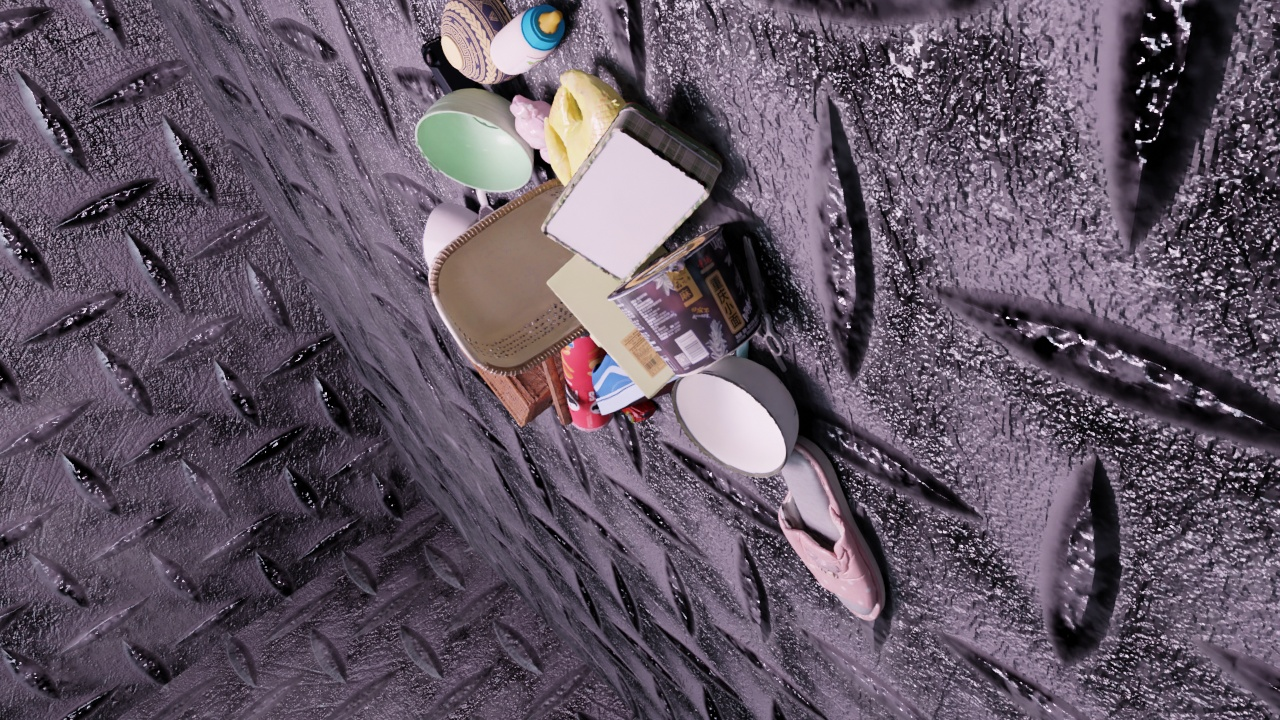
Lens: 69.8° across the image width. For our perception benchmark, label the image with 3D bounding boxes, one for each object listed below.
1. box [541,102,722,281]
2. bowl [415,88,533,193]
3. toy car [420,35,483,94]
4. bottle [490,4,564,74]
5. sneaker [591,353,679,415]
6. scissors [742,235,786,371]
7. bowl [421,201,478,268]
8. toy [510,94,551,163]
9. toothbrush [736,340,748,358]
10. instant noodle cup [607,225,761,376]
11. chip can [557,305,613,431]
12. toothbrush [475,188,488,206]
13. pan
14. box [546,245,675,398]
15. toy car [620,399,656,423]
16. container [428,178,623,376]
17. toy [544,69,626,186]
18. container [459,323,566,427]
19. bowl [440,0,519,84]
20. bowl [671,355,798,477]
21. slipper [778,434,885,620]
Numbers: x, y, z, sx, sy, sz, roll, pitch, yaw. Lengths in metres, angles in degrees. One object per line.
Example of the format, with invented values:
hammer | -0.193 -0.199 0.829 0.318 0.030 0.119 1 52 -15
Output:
box | -0.014 -0.166 0.936 0.117 0.049 0.206 32 146 -11
bowl | -0.199 -0.286 1.152 0.151 0.076 0.151 12 154 6
toy car | -0.241 -0.365 1.193 0.112 0.046 0.034 57 155 -11
bottle | -0.115 -0.344 0.975 0.146 0.051 0.051 2 125 62
sneaker | -0.007 0.007 1.223 0.242 0.083 0.098 -24 83 61
scissors | 0.131 -0.056 0.954 0.095 0.014 0.171 46 159 23
bowl | -0.285 -0.189 1.449 0.066 0.116 0.116 10 139 19
toy | -0.114 -0.270 1.086 0.063 0.047 0.110 38 163 40
toothbrush | 0.118 0.025 1.088 0.016 0.016 0.181 35 150 29
instant noodle cup | 0.052 -0.055 0.941 0.112 0.137 0.137 58 157 -10
chip can | -0.082 0.012 1.381 0.073 0.073 0.233 41 153 28
toothbrush | -0.251 -0.289 1.353 0.016 0.017 0.189 34 149 37
pan | -0.162 -0.067 1.377 0.357 0.040 0.208 68 160 -2
box | -0.001 -0.066 1.040 0.187 0.141 0.044 50 173 15
toy car | -0.016 0.058 1.356 0.091 0.042 0.036 39 143 36
container | -0.140 -0.107 1.129 0.184 0.246 0.143 60 165 -22
toy | -0.044 -0.227 0.984 0.155 0.064 0.171 49 153 3
container | -0.205 -0.004 1.536 0.198 0.112 0.114 50 157 10
bowl | -0.197 -0.373 1.076 0.112 0.061 0.113 42 154 26
bowl | 0.116 0.054 1.038 0.153 0.072 0.154 30 145 23
slipper | 0.219 0.210 1.101 0.114 0.054 0.274 11 131 58
